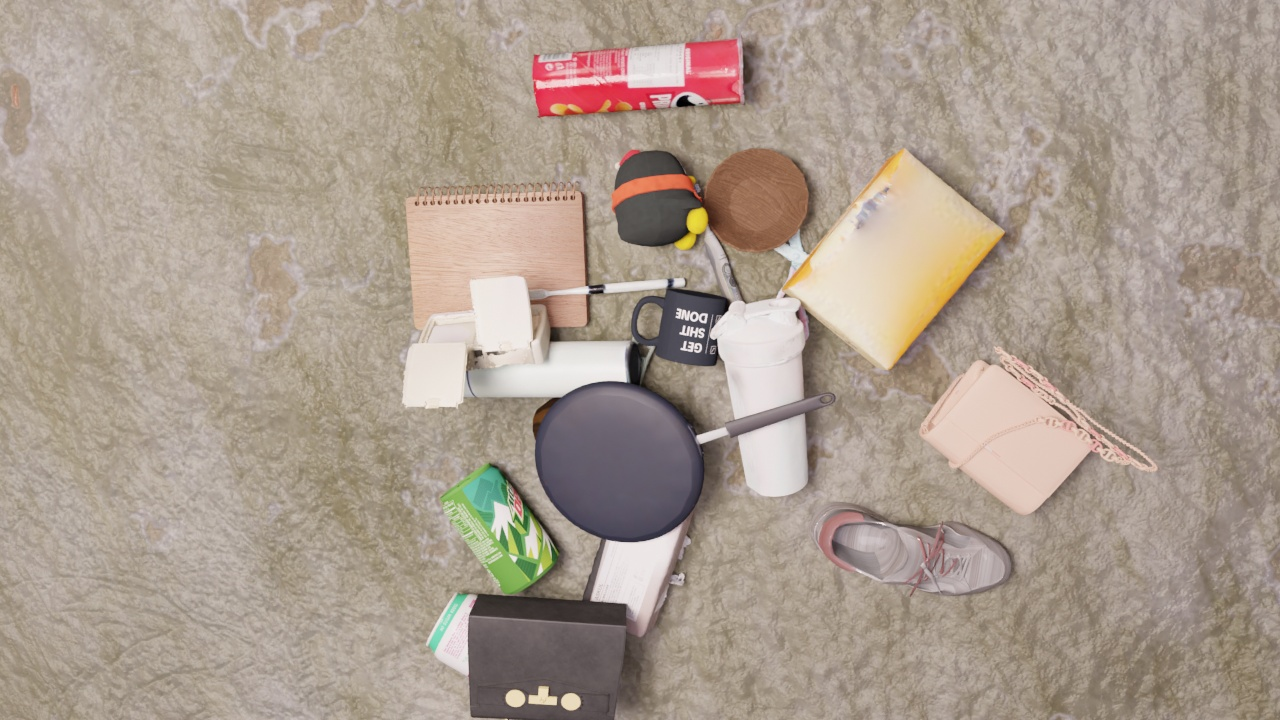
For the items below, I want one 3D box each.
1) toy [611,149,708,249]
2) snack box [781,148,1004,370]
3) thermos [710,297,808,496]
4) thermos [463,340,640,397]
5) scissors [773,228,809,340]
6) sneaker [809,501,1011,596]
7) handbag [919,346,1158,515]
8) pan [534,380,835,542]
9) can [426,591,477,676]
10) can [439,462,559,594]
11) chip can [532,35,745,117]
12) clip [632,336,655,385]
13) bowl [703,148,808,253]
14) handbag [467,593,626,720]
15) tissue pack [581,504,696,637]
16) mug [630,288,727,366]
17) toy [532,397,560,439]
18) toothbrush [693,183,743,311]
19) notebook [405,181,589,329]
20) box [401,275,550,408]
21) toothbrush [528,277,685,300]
[{"bbox_3d":[0.015,-0.186,1.024,0.099,0.098,0.119,-8,81,-11],"label":"toy"},{"bbox_3d":[0.273,-0.109,1.001,0.145,0.080,0.195,39,94,0],"label":"snack box"},{"bbox_3d":[0.140,0.041,1.027,0.099,0.099,0.221,-6,112,7],"label":"thermos"},{"bbox_3d":[-0.117,0.010,1.069,0.230,0.067,0.068,0,99,13],"label":"thermos"},{"bbox_3d":[0.181,-0.097,1.057,0.172,0.014,0.159,32,100,0],"label":"scissors"},{"bbox_3d":[0.314,0.226,1.054,0.236,0.089,0.099,11,100,4],"label":"sneaker"},{"bbox_3d":[0.398,0.086,0.973,0.199,0.187,0.116,38,94,-5],"label":"handbag"},{"bbox_3d":[0.043,0.094,1.012,0.357,0.021,0.199,-19,103,20],"label":"pan"},{"bbox_3d":[-0.173,0.358,1.130,0.166,0.088,0.088,29,101,1],"label":"can"},{"bbox_3d":[-0.170,0.202,1.108,0.083,0.083,0.144,-35,94,10],"label":"can"},{"bbox_3d":[-0.003,-0.312,1.015,0.233,0.073,0.073,-2,98,7],"label":"chip can"},{"bbox_3d":[-0.004,0.007,1.091,0.047,0.023,0.076,19,99,5],"label":"clip"},{"bbox_3d":[0.131,-0.179,1.036,0.118,0.030,0.118,0,90,11],"label":"bowl"},{"bbox_3d":[-0.111,0.382,1.063,0.176,0.072,0.196,4,96,-1],"label":"handbag"},{"bbox_3d":[0.004,0.234,1.110,0.104,0.071,0.181,20,99,18],"label":"tissue pack"},{"bbox_3d":[0.042,-0.041,1.049,0.105,0.071,0.077,8,100,-7],"label":"mug"},{"bbox_3d":[-0.079,0.075,1.090,0.100,0.062,0.076,-3,62,21],"label":"toy"},{"bbox_3d":[0.091,-0.117,1.060,0.022,0.024,0.185,-24,97,-33],"label":"toothbrush"},{"bbox_3d":[-0.169,-0.123,1.089,0.210,0.022,0.169,-1,100,7],"label":"notebook"},{"bbox_3d":[-0.179,-0.030,0.984,0.143,0.193,0.101,-6,121,2],"label":"box"},{"bbox_3d":[-0.040,-0.083,1.066,0.187,0.017,0.012,-5,99,-3],"label":"toothbrush"}]
